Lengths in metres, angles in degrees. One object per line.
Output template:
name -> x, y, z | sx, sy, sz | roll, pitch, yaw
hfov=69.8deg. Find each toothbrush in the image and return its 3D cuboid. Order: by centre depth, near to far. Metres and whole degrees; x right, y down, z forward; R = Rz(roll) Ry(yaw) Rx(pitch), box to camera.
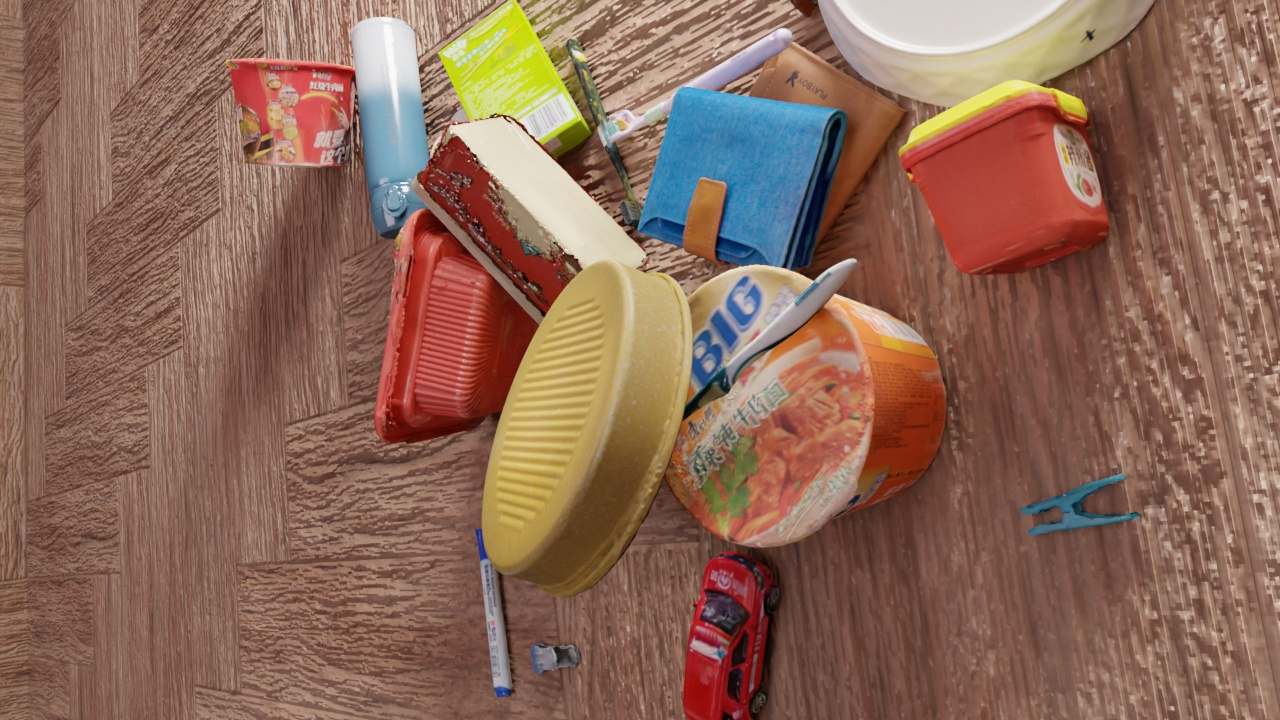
toothbrush -> 0.047, 0.012, 0.485 | 0.192, 0.016, 0.018 | -46, 68, 34
toothbrush -> 0.036, -0.191, 0.641 | 0.190, 0.021, 0.029 | -11, 57, 53
toothbrush -> -0.031, -0.183, 0.727 | 0.012, 0.017, 0.185 | -37, 63, 40

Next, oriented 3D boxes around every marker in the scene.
marker -> -0.129, 0.221, 0.810 | 0.017, 0.016, 0.145 | -19, 75, 43

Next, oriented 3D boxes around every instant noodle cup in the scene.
instant noodle cup -> 0.095, 0.026, 0.527 | 0.152, 0.111, 0.151 | -2, 87, 45
instant noodle cup -> -0.135, -0.021, 0.741 | 0.079, 0.164, 0.189 | 15, 100, 20
instant noodle cup -> -0.374, -0.266, 1.001 | 0.138, 0.137, 0.109 | 14, 107, 44

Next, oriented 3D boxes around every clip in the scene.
clip -> 0.222, 0.075, 0.468 | 0.056, 0.014, 0.041 | -25, 71, 40
clip -> -0.075, 0.245, 0.753 | 0.057, 0.028, 0.024 | -24, 70, 52

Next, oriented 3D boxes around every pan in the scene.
pan -> -0.054, 0.045, 0.615 | 0.358, 0.078, 0.197 | -6, 64, 66

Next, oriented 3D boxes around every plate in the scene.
plate -> 0.179, -0.241, 0.484 | 0.205, 0.045, 0.205 | 1, 92, 37

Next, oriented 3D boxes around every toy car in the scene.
toy car -> 0.058, 0.188, 0.607 | 0.053, 0.045, 0.120 | 10, 93, 43

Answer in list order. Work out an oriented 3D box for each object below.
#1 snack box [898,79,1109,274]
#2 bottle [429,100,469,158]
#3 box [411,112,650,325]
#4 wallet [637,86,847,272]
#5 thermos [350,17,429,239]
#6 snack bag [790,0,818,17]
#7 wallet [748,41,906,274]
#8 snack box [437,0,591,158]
snack box -> 0.185, -0.086, 0.461 | 0.082, 0.091, 0.080 | -22, 80, 42
bottle -> -0.156, -0.182, 0.823 | 0.063, 0.063, 0.108 | -1, 73, 45
box -> -0.077, -0.108, 0.681 | 0.168, 0.091, 0.079 | 46, 125, 5
wallet -> 0.059, -0.114, 0.580 | 0.133, 0.040, 0.106 | 26, 105, 44
thermos -> -0.244, -0.227, 0.908 | 0.070, 0.070, 0.220 | -20, 74, 43
snack bag -> 0.122, -0.272, 0.573 | 0.045, 0.026, 0.106 | 49, 122, 18
wallet -> 0.095, -0.128, 0.593 | 0.108, 0.031, 0.132 | 48, 118, 34
snack box -> -0.110, -0.228, 0.778 | 0.086, 0.026, 0.156 | -32, 63, 9
